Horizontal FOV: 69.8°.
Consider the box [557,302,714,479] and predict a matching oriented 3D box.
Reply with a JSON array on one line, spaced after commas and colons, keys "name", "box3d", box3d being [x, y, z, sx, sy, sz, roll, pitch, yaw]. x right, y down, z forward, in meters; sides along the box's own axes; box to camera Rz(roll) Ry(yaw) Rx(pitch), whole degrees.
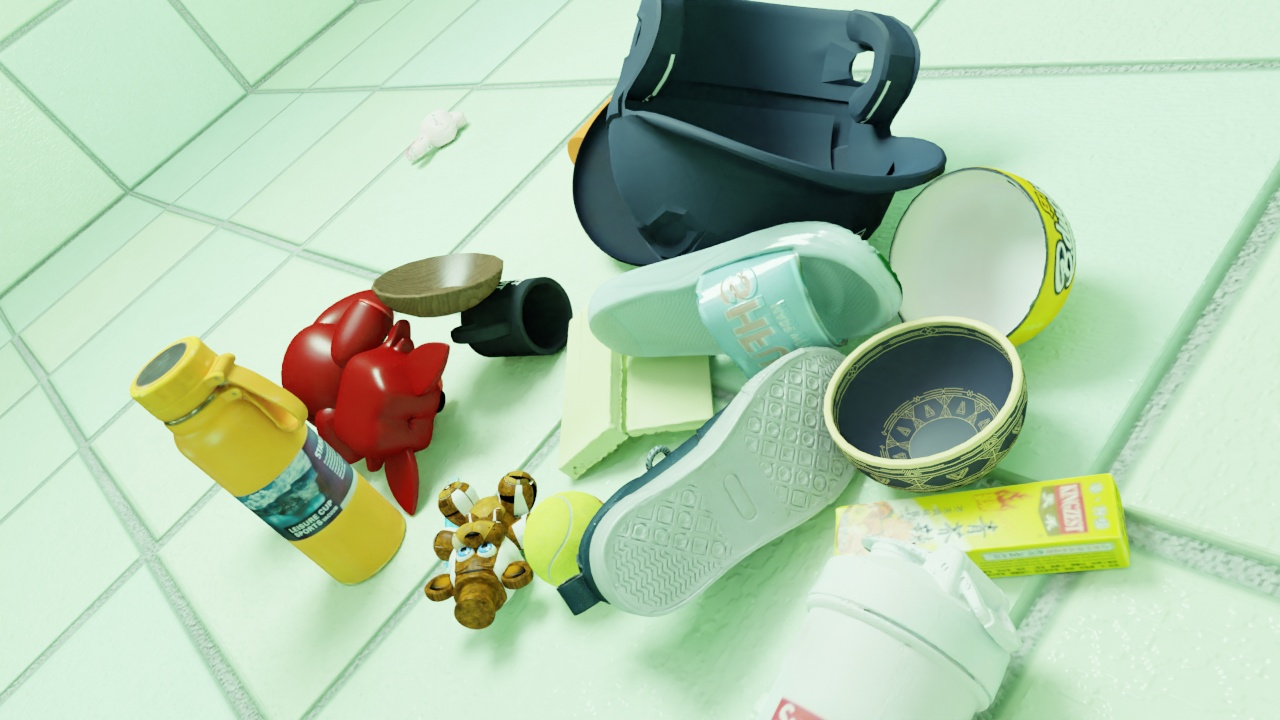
[{"name": "box", "box3d": [-0.008, 0.000, 0.748, 0.141, 0.047, 0.187, -19, 39, 18]}]

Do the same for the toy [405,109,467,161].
[{"name": "toy", "box3d": [-0.312, -0.342, 1.381, 0.110, 0.047, 0.063, -48, 29, -12]}]

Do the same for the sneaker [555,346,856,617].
[{"name": "sneaker", "box3d": [0.050, 0.078, 0.578, 0.235, 0.089, 0.088, -35, 1, -25]}]

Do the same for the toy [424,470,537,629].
[{"name": "toy", "box3d": [-0.111, 0.137, 0.655, 0.087, 0.067, 0.112, -11, 27, 8]}]

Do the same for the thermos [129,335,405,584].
[{"name": "thermos", "box3d": [-0.277, 0.076, 0.713, 0.091, 0.233, 0.076, -38, 35, -4]}]

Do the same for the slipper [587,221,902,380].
[{"name": "slipper", "box3d": [0.063, -0.027, 0.639, 0.246, 0.104, 0.074, -8, 54, 36]}]

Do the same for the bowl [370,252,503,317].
[{"name": "bowl", "box3d": [-0.177, -0.064, 0.817, 0.118, 0.030, 0.117, -6, 24, 3]}]

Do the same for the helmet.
[{"name": "helmet", "box3d": [0.093, -0.153, 0.684, 0.232, 0.223, 0.272, -1, 20, -22]}]

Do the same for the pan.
[{"name": "pan", "box3d": [0.094, -0.174, 0.835, 0.357, 0.021, 0.198, 7, 81, 29]}]

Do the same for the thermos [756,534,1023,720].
[{"name": "thermos", "box3d": [0.091, 0.185, 0.416, 0.099, 0.099, 0.220, 13, 62, 46]}]

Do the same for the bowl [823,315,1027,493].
[{"name": "bowl", "box3d": [0.172, 0.035, 0.542, 0.113, 0.061, 0.112, -22, 38, 18]}]

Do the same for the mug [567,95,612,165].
[{"name": "mug", "box3d": [-0.027, -0.241, 1.020, 0.095, 0.077, 0.113, -51, 10, -21]}]

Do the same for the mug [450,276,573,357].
[{"name": "mug", "box3d": [-0.124, -0.035, 0.838, 0.078, 0.071, 0.104, -2, 15, 38]}]

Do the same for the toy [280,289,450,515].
[{"name": "toy", "box3d": [-0.239, 0.029, 0.833, 0.197, 0.120, 0.158, 24, 102, 40]}]

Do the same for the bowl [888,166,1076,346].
[{"name": "bowl", "box3d": [0.225, -0.061, 0.587, 0.117, 0.067, 0.117, -3, 86, 56]}]

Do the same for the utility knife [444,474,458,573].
[{"name": "utility knife", "box3d": [-0.146, 0.128, 0.735, 0.022, 0.015, 0.123, -19, 34, 0]}]

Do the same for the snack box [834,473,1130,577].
[{"name": "snack box", "box3d": [0.179, 0.094, 0.496, 0.148, 0.029, 0.040, -13, 42, 28]}]

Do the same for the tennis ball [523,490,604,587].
[{"name": "tennis ball", "box3d": [-0.046, 0.121, 0.618, 0.065, 0.065, 0.065, -22, 38, 18]}]
